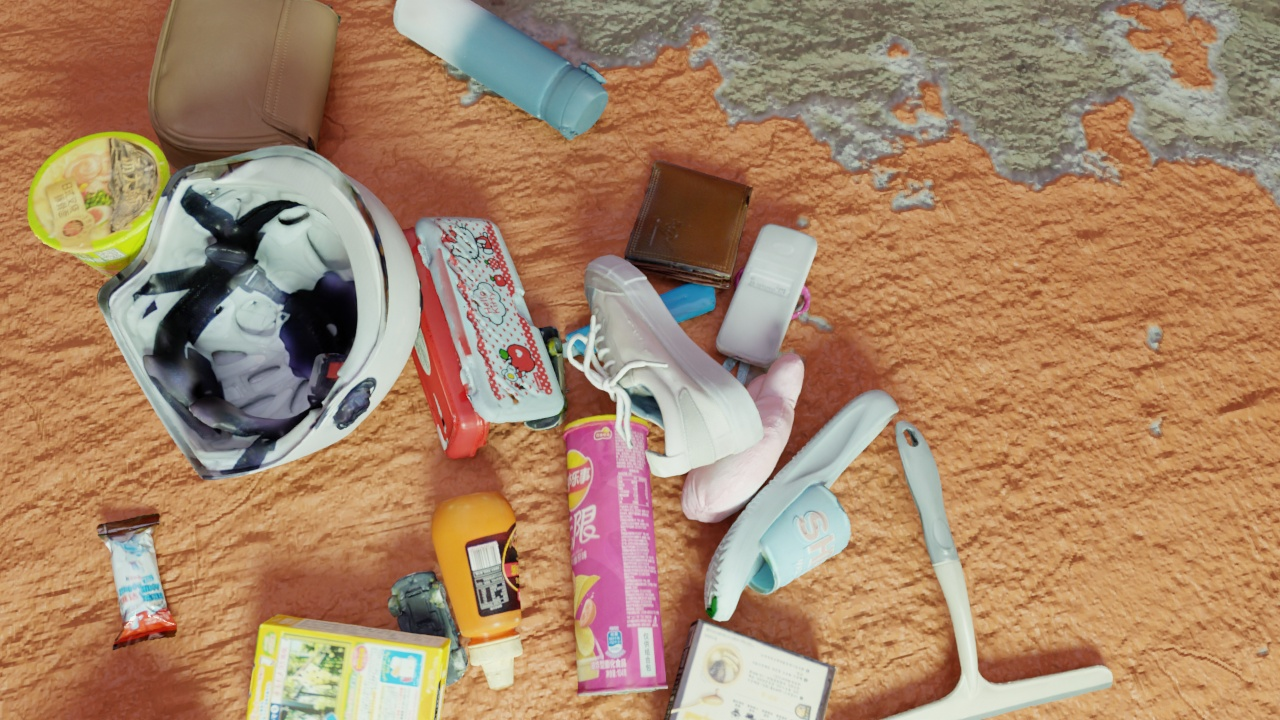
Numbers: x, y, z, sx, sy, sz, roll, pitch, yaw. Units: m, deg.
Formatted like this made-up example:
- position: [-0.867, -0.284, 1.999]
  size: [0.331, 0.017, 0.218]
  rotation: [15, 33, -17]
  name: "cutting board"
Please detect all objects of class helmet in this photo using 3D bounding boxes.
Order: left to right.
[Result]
- position: [-0.270, -0.038, 0.723]
  size: [0.259, 0.145, 0.229]
  rotation: [-44, 78, 14]
  name: "helmet"

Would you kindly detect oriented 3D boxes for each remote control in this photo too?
- position: [0.114, -0.059, 0.823]
  size: [0.056, 0.020, 0.135]
  rotation: [19, 71, 12]
  name: "remote control"

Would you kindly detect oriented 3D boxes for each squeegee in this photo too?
- position: [0.242, 0.167, 0.726]
  size: [0.246, 0.039, 0.246]
  rotation: [-11, 83, -8]
  name: "squeegee"

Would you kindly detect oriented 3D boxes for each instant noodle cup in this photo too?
- position: [-0.419, -0.108, 0.767]
  size: [0.112, 0.123, 0.111]
  rotation: [-1, 66, 2]
  name: "instant noodle cup"

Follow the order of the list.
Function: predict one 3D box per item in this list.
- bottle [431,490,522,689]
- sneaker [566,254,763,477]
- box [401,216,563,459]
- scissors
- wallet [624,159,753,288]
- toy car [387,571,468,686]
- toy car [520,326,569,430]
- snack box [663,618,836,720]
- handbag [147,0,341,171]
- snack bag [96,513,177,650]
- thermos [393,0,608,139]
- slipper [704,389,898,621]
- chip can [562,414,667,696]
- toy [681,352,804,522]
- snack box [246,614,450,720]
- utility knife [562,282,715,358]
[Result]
- position: [-0.121, 0.180, 0.717]
  size: [0.066, 0.067, 0.149]
  rotation: [-11, 78, -8]
  name: "bottle"
- position: [-0.004, 0.004, 0.723]
  size: [0.090, 0.090, 0.242]
  rotation: [-28, 43, -11]
  name: "sneaker"
- position: [-0.140, -0.026, 0.779]
  size: [0.101, 0.095, 0.201]
  rotation: [-12, 66, -25]
  name: "box"
- position: [0.093, -0.030, 0.833]
  size: [0.083, 0.017, 0.137]
  rotation: [36, 75, 9]
  name: "scissors"
- position: [0.046, -0.128, 0.850]
  size: [0.101, 0.032, 0.124]
  rotation: [13, 59, 6]
  name: "wallet"
- position: [-0.164, 0.209, 0.714]
  size: [0.043, 0.034, 0.090]
  rotation: [-21, 86, -2]
  name: "toy car"
- position: [-0.082, 0.017, 0.788]
  size: [0.042, 0.035, 0.090]
  rotation: [-14, 68, 20]
  name: "toy car"
- position: [0.077, 0.275, 0.696]
  size: [0.113, 0.053, 0.125]
  rotation: [19, 70, 3]
  name: "snack box"
- position: [-0.363, -0.258, 0.847]
  size: [0.147, 0.100, 0.204]
  rotation: [6, 69, -10]
  name: "handbag"
- position: [-0.394, 0.172, 0.719]
  size: [0.048, 0.026, 0.104]
  rotation: [-11, 70, -20]
  name: "snack bag"
- position: [-0.133, -0.294, 0.890]
  size: [0.220, 0.070, 0.070]
  rotation: [33, 71, 8]
  name: "thermos"
- position: [0.137, 0.120, 0.733]
  size: [0.074, 0.104, 0.244]
  rotation: [40, 65, 16]
  name: "slipper"
- position: [-0.022, 0.153, 0.726]
  size: [0.071, 0.071, 0.210]
  rotation: [-2, 70, -5]
  name: "chip can"
- position: [0.086, 0.064, 0.743]
  size: [0.054, 0.122, 0.159]
  rotation: [35, 60, -4]
  name: "toy"
- position: [-0.217, 0.244, 0.683]
  size: [0.140, 0.034, 0.087]
  rotation: [7, 88, 1]
  name: "snack box"
- position: [-0.003, -0.035, 0.826]
  size: [0.159, 0.018, 0.034]
  rotation: [-22, 60, -10]
  name: "utility knife"
